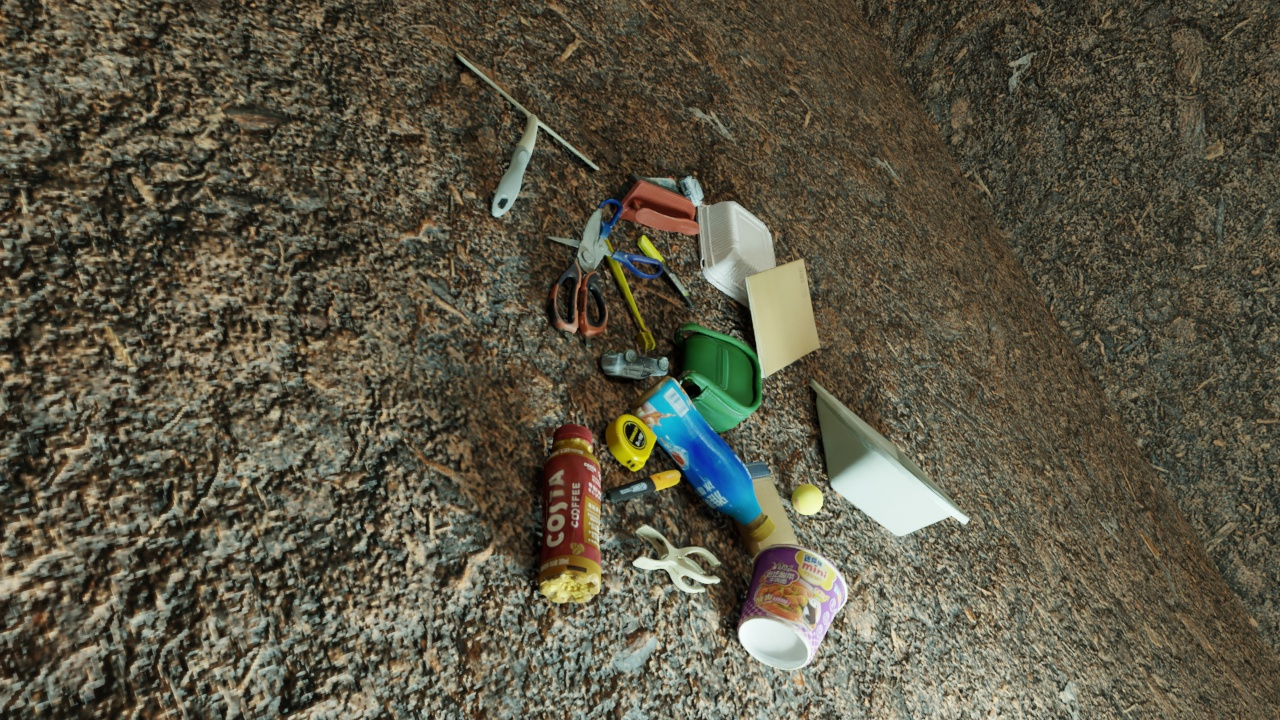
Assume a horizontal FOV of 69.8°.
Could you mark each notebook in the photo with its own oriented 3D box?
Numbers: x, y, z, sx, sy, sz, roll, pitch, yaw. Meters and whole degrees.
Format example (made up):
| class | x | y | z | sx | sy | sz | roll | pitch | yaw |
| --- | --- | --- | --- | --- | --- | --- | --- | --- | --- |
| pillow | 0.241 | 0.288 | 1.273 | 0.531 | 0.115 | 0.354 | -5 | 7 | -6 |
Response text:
| class | x | y | z | sx | sy | sz | roll | pitch | yaw |
| --- | --- | --- | --- | --- | --- | --- | --- | --- | --- |
| notebook | 0.220 | -0.070 | 1.401 | 0.210 | 0.012 | 0.149 | -23 | 104 | -55 |

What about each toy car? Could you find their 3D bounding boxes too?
| class | x | y | z | sx | sy | sz | roll | pitch | yaw |
| --- | --- | --- | --- | --- | --- | --- | --- | --- | --- |
| toy car | -0.006 | 0.006 | 1.091 | 0.090 | 0.043 | 0.034 | 10 | 80 | -42 |
| toy car | 0.078 | -0.259 | 1.408 | 0.105 | 0.031 | 0.049 | -64 | 130 | -76 |

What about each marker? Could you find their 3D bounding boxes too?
| class | x | y | z | sx | sy | sz | roll | pitch | yaw |
| --- | --- | --- | --- | --- | --- | --- | --- | --- | --- |
| marker | 0.037 | -0.122 | 1.283 | 0.124 | 0.015 | 0.018 | 52 | 35 | -8 |
| marker | 0.005 | 0.138 | 1.010 | 0.123 | 0.015 | 0.018 | -7 | 62 | -51 |

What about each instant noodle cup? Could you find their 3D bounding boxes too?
| class | x | y | z | sx | sy | sz | roll | pitch | yaw |
| --- | --- | --- | --- | --- | --- | --- | --- | --- | --- |
| instant noodle cup | 0.161 | 0.273 | 1.003 | 0.111 | 0.112 | 0.099 | 47 | 41 | -9 |
| instant noodle cup | 0.156 | -0.173 | 1.431 | 0.138 | 0.060 | 0.173 | 30 | 39 | -31 |

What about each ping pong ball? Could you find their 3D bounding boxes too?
| class | x | y | z | sx | sy | sz | roll | pitch | yaw |
| --- | --- | --- | --- | --- | --- | --- | --- | --- | --- |
| ping pong ball | 0.219 | 0.183 | 1.206 | 0.040 | 0.040 | 0.040 | 31 | 40 | -30 |

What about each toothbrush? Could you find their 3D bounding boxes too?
| class | x | y | z | sx | sy | sz | roll | pitch | yaw |
| --- | --- | --- | --- | --- | --- | --- | --- | --- | --- |
| toothbrush | -0.025 | -0.096 | 1.182 | 0.016 | 0.016 | 0.190 | -5 | 64 | -45 |

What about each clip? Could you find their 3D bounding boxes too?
| class | x | y | z | sx | sy | sz | roll | pitch | yaw |
| --- | --- | --- | --- | --- | --- | --- | --- | --- | --- |
| clip | 0.037 | 0.212 | 0.968 | 0.100 | 0.035 | 0.075 | 32 | 40 | -22 |

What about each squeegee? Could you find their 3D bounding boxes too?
| class | x | y | z | sx | sy | sz | roll | pitch | yaw |
| --- | --- | --- | --- | --- | --- | --- | --- | --- | --- |
| squeegee | -0.151 | -0.263 | 1.157 | 0.246 | 0.039 | 0.245 | 36 | 38 | -24 |

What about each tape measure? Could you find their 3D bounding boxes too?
| class | x | y | z | sx | sy | sz | roll | pitch | yaw |
| --- | --- | --- | --- | --- | --- | --- | --- | --- | --- |
| tape measure | -0.014 | 0.090 | 1.018 | 0.057 | 0.029 | 0.059 | 45 | 35 | -14 |

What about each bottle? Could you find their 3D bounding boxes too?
| class | x | y | z | sx | sy | sz | roll | pitch | yaw |
| --- | --- | --- | --- | --- | --- | --- | --- | --- | --- |
| bottle | 0.078 | 0.118 | 1.066 | 0.218 | 0.065 | 0.065 | 51 | 34 | -2 |
| bottle | -0.067 | 0.142 | 0.882 | 0.057 | 0.058 | 0.174 | 29 | 41 | -32 |

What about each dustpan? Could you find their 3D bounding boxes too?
| class | x | y | z | sx | sy | sz | roll | pitch | yaw |
| --- | --- | --- | --- | --- | --- | --- | --- | --- | --- |
| dustpan | 0.377 | 0.141 | 1.347 | 0.222 | 0.143 | 0.257 | 36 | 39 | -24 |

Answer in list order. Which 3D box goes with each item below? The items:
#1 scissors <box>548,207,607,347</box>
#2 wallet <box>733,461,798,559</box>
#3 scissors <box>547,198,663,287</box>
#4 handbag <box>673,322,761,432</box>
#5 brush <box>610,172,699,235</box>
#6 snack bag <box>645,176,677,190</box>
| class | x | y | z | sx | sy | sz | roll | pitch | yaw |
| --- | --- | --- | --- | --- | --- | --- | --- | --- | --- |
| scissors | -0.057 | -0.107 | 1.127 | 0.177 | 0.015 | 0.209 | 55 | 42 | 2 |
| wallet | 0.144 | 0.181 | 1.126 | 0.090 | 0.033 | 0.115 | -1 | 62 | -48 |
| scissors | -0.041 | -0.146 | 1.184 | 0.162 | 0.012 | 0.175 | 28 | 49 | -19 |
| handbag | 0.093 | 0.019 | 1.174 | 0.120 | 0.068 | 0.131 | 34 | 38 | -26 |
| brush | 0.029 | -0.214 | 1.310 | 0.145 | 0.063 | 0.069 | 7 | 43 | -49 |
| snack bag | 0.028 | -0.258 | 1.380 | 0.105 | 0.026 | 0.045 | -16 | 85 | -54 |
